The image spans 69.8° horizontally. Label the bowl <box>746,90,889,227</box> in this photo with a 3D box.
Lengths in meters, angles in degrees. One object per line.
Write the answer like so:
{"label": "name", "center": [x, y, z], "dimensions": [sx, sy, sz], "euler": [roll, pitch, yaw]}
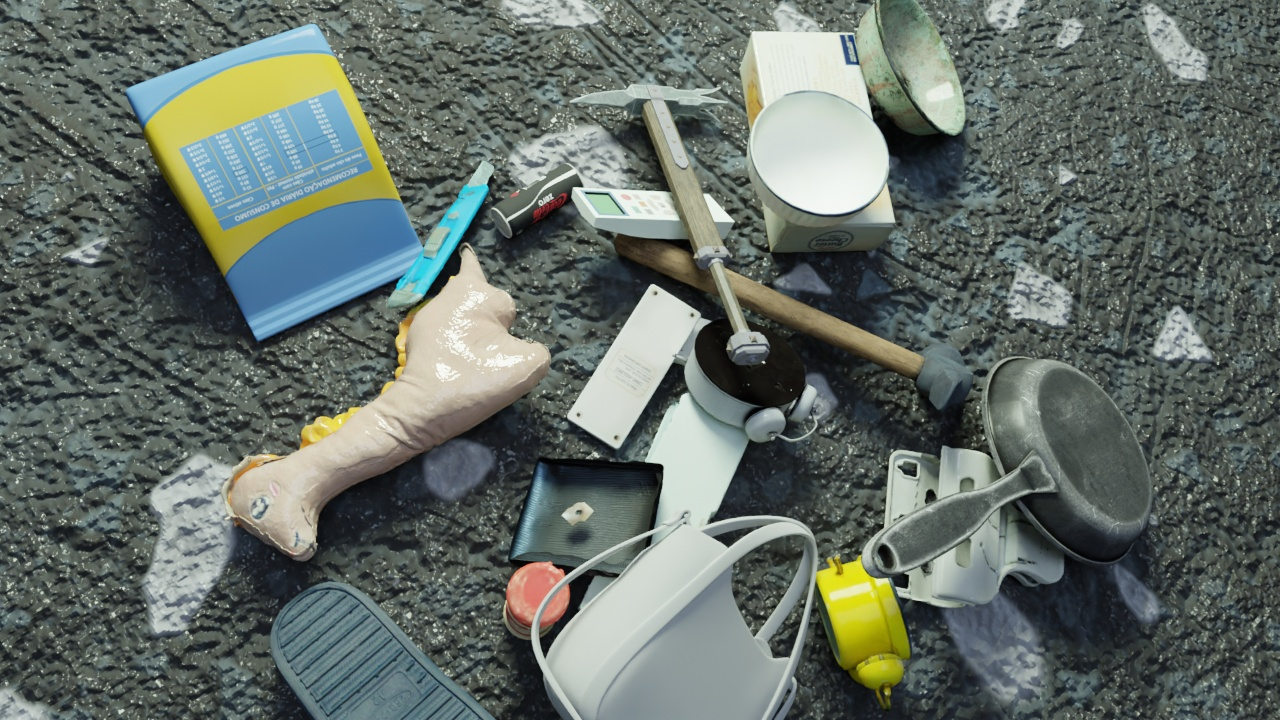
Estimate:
{"label": "bowl", "center": [0.141, -0.159, 0.770], "dimensions": [0.118, 0.062, 0.118], "euler": [3, 70, -8]}

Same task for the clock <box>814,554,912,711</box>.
{"label": "clock", "center": [0.173, 0.204, 0.696], "dimensions": [0.057, 0.083, 0.118], "euler": [-16, 75, 1]}

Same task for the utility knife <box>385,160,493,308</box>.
{"label": "utility knife", "center": [-0.163, -0.109, 0.772], "dimensions": [0.031, 0.015, 0.178], "euler": [10, 53, 16]}

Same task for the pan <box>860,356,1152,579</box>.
{"label": "pan", "center": [0.295, 0.095, 0.716], "dimensions": [0.355, 0.055, 0.187], "euler": [-15, 73, -40]}

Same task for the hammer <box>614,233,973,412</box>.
{"label": "hammer", "center": [0.124, -0.042, 0.778], "dimensions": [0.322, 0.129, 0.040], "euler": [25, 107, 9]}

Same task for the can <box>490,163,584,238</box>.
{"label": "can", "center": [-0.090, -0.139, 0.801], "dimensions": [0.080, 0.032, 0.031], "euler": [-36, 80, -19]}

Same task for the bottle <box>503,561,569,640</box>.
{"label": "bottle", "center": [-0.076, 0.173, 0.651], "dimensions": [0.044, 0.109, 0.044], "euler": [4, 67, -9]}

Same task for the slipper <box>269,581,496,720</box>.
{"label": "slipper", "center": [-0.156, 0.262, 0.628], "dimensions": [0.101, 0.083, 0.263], "euler": [-37, 61, -23]}

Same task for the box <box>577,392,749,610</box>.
{"label": "box", "center": [0.020, 0.122, 0.720], "dimensions": [0.083, 0.066, 0.198], "euler": [32, 69, -18]}

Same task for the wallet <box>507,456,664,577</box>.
{"label": "wallet", "center": [-0.039, 0.117, 0.695], "dimensions": [0.115, 0.026, 0.089], "euler": [1, 60, 25]}

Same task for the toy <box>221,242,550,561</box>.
{"label": "toy", "center": [-0.204, 0.027, 0.715], "dimensions": [0.264, 0.065, 0.196], "euler": [-28, 59, -10]}

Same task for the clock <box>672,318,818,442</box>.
{"label": "clock", "center": [0.090, 0.019, 0.738], "dimensions": [0.094, 0.035, 0.122], "euler": [-25, 62, -39]}

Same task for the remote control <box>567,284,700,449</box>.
{"label": "remote control", "center": [-0.005, 0.005, 0.764], "dimensions": [0.050, 0.011, 0.135], "euler": [32, 79, 2]}

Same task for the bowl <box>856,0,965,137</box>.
{"label": "bowl", "center": [0.253, -0.278, 0.876], "dimensions": [0.157, 0.039, 0.157], "euler": [22, 57, -39]}

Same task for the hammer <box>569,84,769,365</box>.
{"label": "hammer", "center": [0.041, -0.123, 0.760], "dimensions": [0.147, 0.028, 0.316], "euler": [-3, 53, -20]}

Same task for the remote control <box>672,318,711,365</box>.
{"label": "remote control", "center": [0.055, -0.013, 0.791], "dimensions": [0.136, 0.013, 0.043], "euler": [15, 69, -4]}

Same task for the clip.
{"label": "clip", "center": [0.276, 0.139, 0.742], "dimensions": [0.152, 0.097, 0.126], "euler": [10, 71, 5]}

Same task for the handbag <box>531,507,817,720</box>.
{"label": "handbag", "center": [0.048, 0.190, 0.635], "dimensions": [0.222, 0.096, 0.216], "euler": [-42, 121, -21]}

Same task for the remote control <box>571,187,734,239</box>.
{"label": "remote control", "center": [0.013, -0.124, 0.791], "dimensions": [0.143, 0.024, 0.049], "euler": [-3, 40, -30]}

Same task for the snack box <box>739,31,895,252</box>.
{"label": "snack box", "center": [0.160, -0.204, 0.854], "dimensions": [0.104, 0.058, 0.207], "euler": [-3, 71, -10]}

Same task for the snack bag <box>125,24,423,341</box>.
{"label": "snack bag", "center": [-0.285, -0.140, 0.740], "dimensions": [0.158, 0.102, 0.205], "euler": [-28, 98, -18]}
